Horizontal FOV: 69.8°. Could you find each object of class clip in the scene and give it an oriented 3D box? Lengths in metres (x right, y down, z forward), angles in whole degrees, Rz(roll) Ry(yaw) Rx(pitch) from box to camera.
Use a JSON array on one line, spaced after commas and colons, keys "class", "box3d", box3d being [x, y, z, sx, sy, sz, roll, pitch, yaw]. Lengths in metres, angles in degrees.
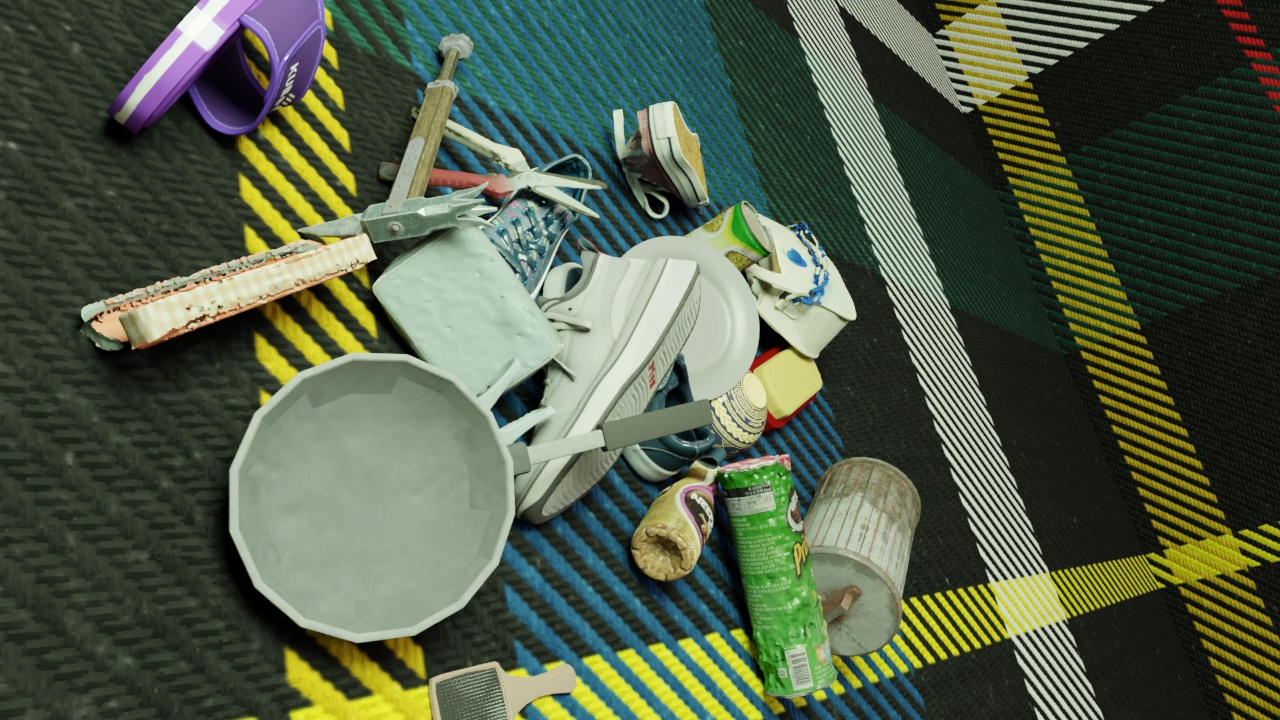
[{"class": "clip", "box3d": [-0.149, 0.044, 0.646, 0.141, 0.029, 0.171, 48, 58, -17]}]

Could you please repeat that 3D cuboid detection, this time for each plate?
[{"class": "plate", "box3d": [0.042, -0.043, 0.953, 0.178, 0.012, 0.178, 5, 76, -21]}]

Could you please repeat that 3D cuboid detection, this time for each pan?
[{"class": "pan", "box3d": [-0.096, 0.071, 0.632, 0.356, 0.041, 0.178, -11, 87, -33]}]

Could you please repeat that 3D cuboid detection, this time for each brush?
[{"class": "brush", "box3d": [-0.090, 0.236, 0.651, 0.135, 0.015, 0.049, 6, 62, -51]}, {"class": "brush", "box3d": [0.172, 0.027, 1.116, 0.173, 0.042, 0.082, -27, 90, -56]}]

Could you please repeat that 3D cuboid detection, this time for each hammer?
[{"class": "hammer", "box3d": [-0.179, -0.199, 0.767, 0.316, 0.147, 0.028, -90, 170, -48]}]

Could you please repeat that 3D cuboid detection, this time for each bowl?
[{"class": "bowl", "box3d": [0.100, 0.043, 0.992, 0.112, 0.061, 0.112, 31, 45, -38]}]

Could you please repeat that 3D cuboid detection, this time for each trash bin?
[{"class": "trash bin", "box3d": [0.226, 0.209, 0.987, 0.131, 0.131, 0.210, 57, 33, -9]}]

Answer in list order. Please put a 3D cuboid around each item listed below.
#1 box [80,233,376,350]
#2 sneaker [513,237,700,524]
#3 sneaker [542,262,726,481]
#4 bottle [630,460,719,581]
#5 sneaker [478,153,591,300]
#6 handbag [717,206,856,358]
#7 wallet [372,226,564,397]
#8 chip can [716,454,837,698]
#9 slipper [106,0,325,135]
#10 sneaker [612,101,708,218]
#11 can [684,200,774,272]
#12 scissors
[{"class": "box", "box3d": [-0.253, -0.047, 0.585, 0.186, 0.083, 0.043, -37, 113, -58]}, {"class": "sneaker", "box3d": [-0.055, 0.007, 0.766, 0.262, 0.129, 0.097, -61, 162, -21]}, {"class": "sneaker", "box3d": [-0.005, 0.005, 0.855, 0.235, 0.088, 0.089, 59, 33, -4]}, {"class": "bottle", "box3d": [0.042, 0.140, 0.856, 0.059, 0.060, 0.165, 58, 25, -7]}, {"class": "sneaker", "box3d": [-0.098, -0.110, 0.820, 0.087, 0.079, 0.234, 48, 36, -20]}, {"class": "handbag", "box3d": [0.176, -0.117, 1.153, 0.199, 0.093, 0.200, 31, 28, -24]}, {"class": "wallet", "box3d": [-0.132, -0.036, 0.709, 0.131, 0.100, 0.054, 56, 8, -10]}, {"class": "chip can", "box3d": [0.131, 0.205, 0.879, 0.075, 0.076, 0.223, -11, 88, -55]}, {"class": "slipper", "box3d": [-0.268, -0.235, 0.664, 0.084, 0.107, 0.265, 41, 35, -29]}, {"class": "sneaker", "box3d": [0.022, -0.227, 1.054, 0.241, 0.088, 0.118, 22, 59, -75]}, {"class": "can", "box3d": [0.081, -0.119, 1.022, 0.067, 0.121, 0.067, 45, 28, -32]}, {"class": "scissors", "box3d": [-0.135, -0.169, 0.797, 0.193, 0.015, 0.179, -20, 59, -31]}]
